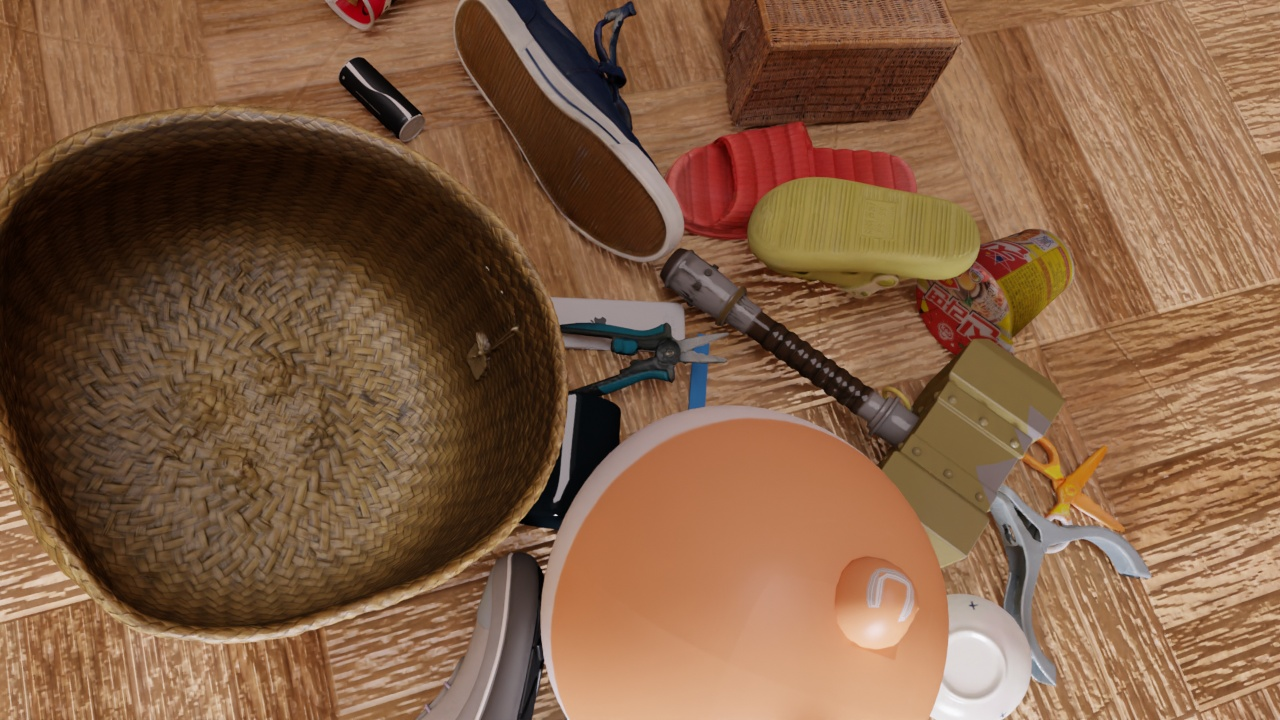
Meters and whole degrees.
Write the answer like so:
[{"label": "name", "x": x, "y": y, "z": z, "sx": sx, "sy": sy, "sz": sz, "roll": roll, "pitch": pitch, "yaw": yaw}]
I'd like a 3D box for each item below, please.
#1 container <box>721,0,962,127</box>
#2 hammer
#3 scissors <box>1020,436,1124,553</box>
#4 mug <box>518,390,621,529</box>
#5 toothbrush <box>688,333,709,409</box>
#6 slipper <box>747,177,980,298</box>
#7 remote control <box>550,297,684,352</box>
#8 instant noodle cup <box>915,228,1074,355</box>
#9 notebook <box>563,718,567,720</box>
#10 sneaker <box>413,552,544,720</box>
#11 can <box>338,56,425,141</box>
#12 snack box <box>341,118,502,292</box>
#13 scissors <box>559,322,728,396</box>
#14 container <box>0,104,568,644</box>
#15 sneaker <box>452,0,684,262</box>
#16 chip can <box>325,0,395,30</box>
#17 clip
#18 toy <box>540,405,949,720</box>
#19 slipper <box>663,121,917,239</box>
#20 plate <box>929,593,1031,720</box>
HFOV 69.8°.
[{"label": "container", "x": 0.178, "y": -0.300, "z": 0.857, "sx": 0.198, "sy": 0.114, "sz": 0.112, "roll": -5, "pitch": 68, "yaw": -12}, {"label": "hammer", "x": 0.153, "y": 0.011, "z": 0.767, "sx": 0.325, "sy": 0.101, "sz": 0.190, "roll": 37, "pitch": 71, "yaw": 10}, {"label": "scissors", "x": 0.371, "y": 0.117, "z": 0.804, "sx": 0.125, "sy": 0.011, "sz": 0.131, "roll": 35, "pitch": 72, "yaw": 1}, {"label": "mug", "x": -0.047, "y": 0.085, "z": 0.723, "sx": 0.121, "sy": 0.085, "sz": 0.094, "roll": 18, "pitch": 68, "yaw": -33}, {"label": "toothbrush", "x": 0.047, "y": 0.054, "z": 0.775, "sx": 0.016, "sy": 0.014, "sz": 0.166, "roll": 7, "pitch": 71, "yaw": -6}, {"label": "slipper", "x": 0.187, "y": -0.100, "z": 0.784, "sx": 0.190, "sy": 0.082, "sz": 0.091, "roll": 5, "pitch": 65, "yaw": 7}, {"label": "remote control", "x": -0.034, "y": -0.031, "z": 0.793, "sx": 0.146, "sy": 0.008, "sz": 0.045, "roll": 2, "pitch": 72, "yaw": -8}, {"label": "instant noodle cup", "x": 0.321, "y": -0.069, "z": 0.819, "sx": 0.112, "sy": 0.101, "sz": 0.100, "roll": -29, "pitch": 78, "yaw": -24}, {"label": "notebook", "x": 0.058, "y": 0.336, "z": 0.688, "sx": 0.253, "sy": 0.009, "sz": 0.181, "roll": -10, "pitch": 74, "yaw": -11}, {"label": "sneaker", "x": -0.157, "y": 0.257, "z": 0.648, "sx": 0.160, "sy": 0.093, "sz": 0.256, "roll": 7, "pitch": 70, "yaw": 3}, {"label": "can", "x": -0.230, "y": -0.232, "z": 0.817, "sx": 0.080, "sy": 0.032, "sz": 0.031, "roll": 44, "pitch": 71, "yaw": 7}, {"label": "snack box", "x": -0.229, "y": -0.078, "z": 0.755, "sx": 0.207, "sy": 0.055, "sz": 0.153, "roll": 42, "pitch": 72, "yaw": 6}, {"label": "scissors", "x": -0.009, "y": -0.002, "z": 0.759, "sx": 0.151, "sy": 0.019, "sz": 0.119, "roll": 30, "pitch": 93, "yaw": 12}, {"label": "container", "x": -0.222, "y": 0.017, "z": 0.568, "sx": 0.306, "sy": 0.197, "sz": 0.306, "roll": 8, "pitch": 71, "yaw": -26}, {"label": "sneaker", "x": -0.037, "y": -0.220, "z": 0.817, "sx": 0.127, "sy": 0.121, "sz": 0.294, "roll": -25, "pitch": 74, "yaw": -38}, {"label": "chip can", "x": -0.204, "y": -0.407, "z": 0.858, "sx": 0.069, "sy": 0.069, "sz": 0.220, "roll": 36, "pitch": 71, "yaw": 4}, {"label": "clip", "x": 0.366, "y": 0.173, "z": 0.770, "sx": 0.164, "sy": 0.031, "sz": 0.168, "roll": -9, "pitch": 86, "yaw": -19}, {"label": "toy", "x": 0.073, "y": 0.167, "z": 0.596, "sx": 0.265, "sy": 0.281, "sz": 0.263, "roll": 21, "pitch": 90, "yaw": -15}, {"label": "slipper", "x": 0.143, "y": -0.166, "z": 0.837, "sx": 0.248, "sy": 0.059, "sz": 0.103, "roll": -3, "pitch": 73, "yaw": -11}, {"label": "plate", "x": 0.257, "y": 0.238, "z": 0.724, "sx": 0.104, "sy": 0.026, "sz": 0.104, "roll": -1, "pitch": 81, "yaw": 9}]
